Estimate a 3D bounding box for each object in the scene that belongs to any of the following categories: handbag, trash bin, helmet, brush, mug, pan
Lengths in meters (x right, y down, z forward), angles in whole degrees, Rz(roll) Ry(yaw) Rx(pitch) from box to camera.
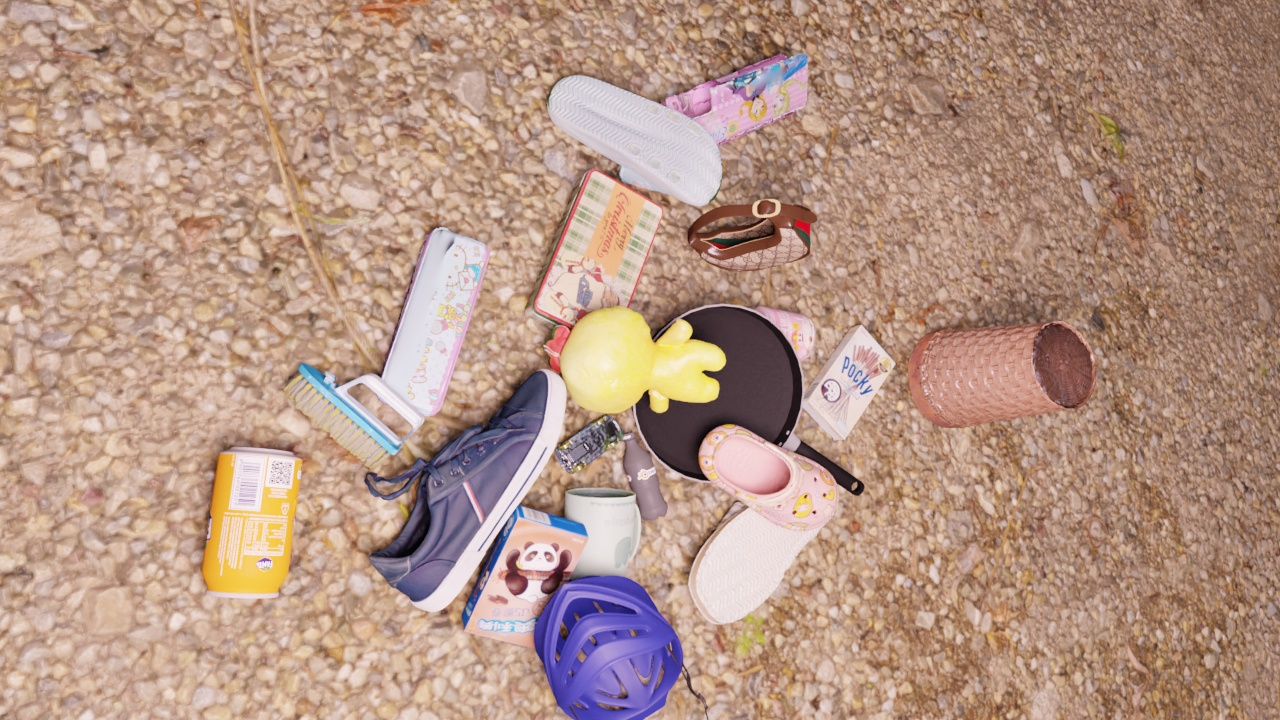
[{"bbox_3d":[0.140,-0.162,1.165,0.138,0.167,0.063,11,76,-41],"label":"handbag"},{"bbox_3d":[0.506,0.014,1.294,0.151,0.211,0.151,5,79,-25],"label":"trash bin"},{"bbox_3d":[-0.013,0.351,0.981,0.147,0.227,0.242,-30,134,-7],"label":"helmet"},{"bbox_3d":[-0.304,0.046,0.971,0.136,0.055,0.075,42,88,-8],"label":"brush"},{"bbox_3d":[-0.039,0.205,1.079,0.111,0.084,0.104,1,91,-52],"label":"mug"},{"bbox_3d":[0.148,0.077,1.172,0.356,0.034,0.225,34,88,-16],"label":"pan"}]

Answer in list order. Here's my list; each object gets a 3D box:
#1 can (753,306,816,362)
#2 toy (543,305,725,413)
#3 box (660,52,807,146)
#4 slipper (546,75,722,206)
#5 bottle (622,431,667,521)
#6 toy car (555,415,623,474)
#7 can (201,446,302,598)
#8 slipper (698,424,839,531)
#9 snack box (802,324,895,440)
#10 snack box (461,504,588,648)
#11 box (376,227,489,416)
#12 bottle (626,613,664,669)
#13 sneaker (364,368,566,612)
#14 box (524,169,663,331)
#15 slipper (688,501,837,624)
[{"bbox_3d":[0.184,-0.034,1.224,0.076,0.067,0.067,9,78,-25],"label":"can"},{"bbox_3d":[-0.006,0.006,1.064,0.207,0.092,0.134,4,115,-13],"label":"toy"},{"bbox_3d":[0.138,-0.354,1.244,0.229,0.077,0.084,-29,95,-27],"label":"box"},{"bbox_3d":[-0.006,-0.278,1.169,0.245,0.074,0.103,28,69,-3],"label":"slipper"},{"bbox_3d":[0.002,0.141,1.125,0.036,0.036,0.110,-19,91,-27],"label":"bottle"},{"bbox_3d":[-0.062,0.100,1.105,0.089,0.027,0.038,-33,94,-24],"label":"toy car"},{"bbox_3d":[-0.385,0.160,0.910,0.079,0.079,0.142,9,79,-25],"label":"can"},{"bbox_3d":[0.164,0.149,1.126,0.197,0.081,0.093,28,88,-13],"label":"slipper"},{"bbox_3d":[0.292,0.031,1.290,0.082,0.026,0.149,44,67,-13],"label":"snack box"},{"bbox_3d":[-0.128,0.239,1.013,0.087,0.034,0.151,21,103,-22],"label":"snack box"},{"bbox_3d":[-0.234,-0.045,1.039,0.076,0.036,0.214,21,74,-22],"label":"box"},{"bbox_3d":[0.012,0.332,1.105,0.030,0.030,0.113,-31,96,-26],"label":"bottle"},{"bbox_3d":[-0.195,0.115,0.998,0.127,0.121,0.294,43,69,-28],"label":"sneaker"},{"bbox_3d":[-0.055,-0.123,1.132,0.117,0.050,0.205,28,70,-21],"label":"box"},{"bbox_3d":[0.158,0.232,1.180,0.271,0.054,0.114,-37,98,-34],"label":"slipper"}]
